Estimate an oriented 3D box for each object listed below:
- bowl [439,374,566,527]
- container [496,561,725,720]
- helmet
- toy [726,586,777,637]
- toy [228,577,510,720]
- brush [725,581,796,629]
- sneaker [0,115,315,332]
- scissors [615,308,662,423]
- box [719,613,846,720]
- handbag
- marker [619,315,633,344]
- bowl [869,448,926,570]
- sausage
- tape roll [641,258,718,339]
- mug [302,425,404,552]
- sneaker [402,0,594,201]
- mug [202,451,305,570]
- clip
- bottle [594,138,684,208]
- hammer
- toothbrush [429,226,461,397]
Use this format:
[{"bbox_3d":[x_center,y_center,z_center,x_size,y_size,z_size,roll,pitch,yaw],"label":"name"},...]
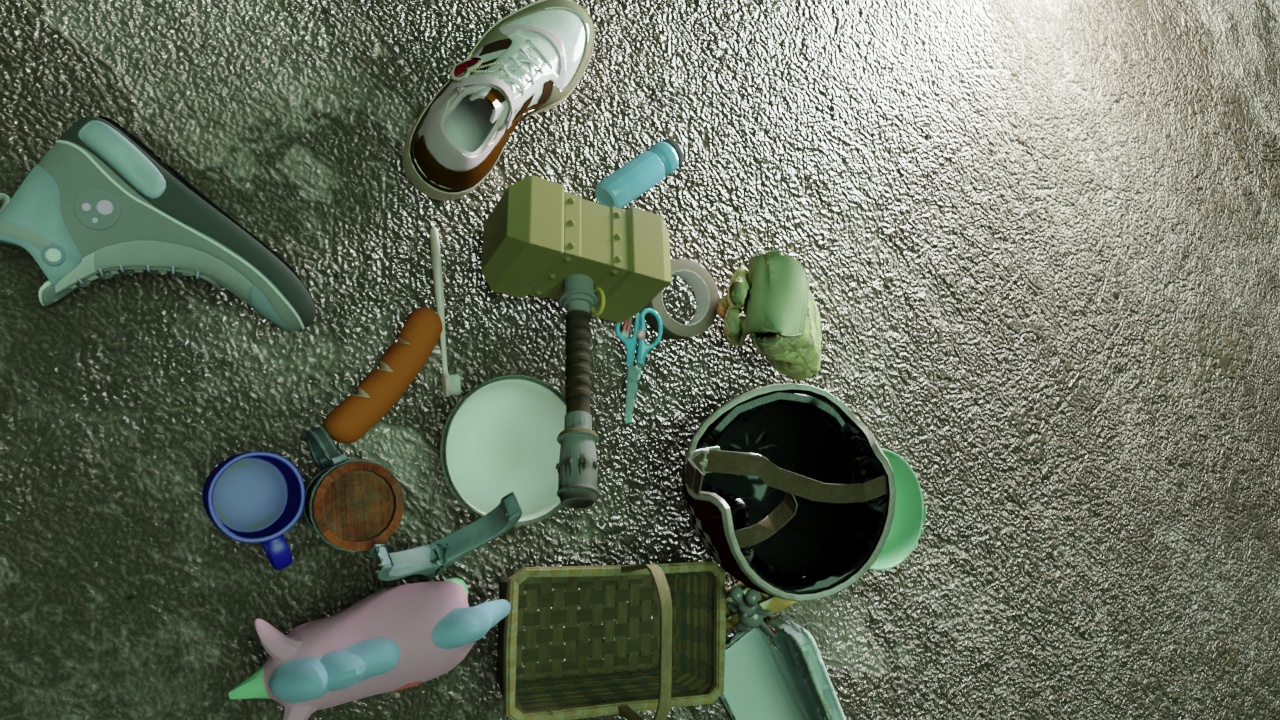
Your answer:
[{"bbox_3d":[-0.140,0.094,0.958,0.153,0.073,0.153,3,84,-28],"label":"bowl"},{"bbox_3d":[-0.019,0.283,0.937,0.249,0.187,0.157,5,82,-28],"label":"container"},{"bbox_3d":[0.152,0.142,1.006,0.233,0.253,0.234,-19,109,-9],"label":"helmet"},{"bbox_3d":[0.121,0.278,1.005,0.112,0.049,0.030,69,34,-49],"label":"toy"},{"bbox_3d":[-0.236,0.259,0.833,0.222,0.171,0.120,-12,90,4],"label":"toy"},{"bbox_3d":[0.164,0.273,1.109,0.195,0.059,0.043,-19,87,-26],"label":"brush"},{"bbox_3d":[-0.433,-0.081,0.820,0.256,0.093,0.160,44,75,-18],"label":"sneaker"},{"bbox_3d":[-0.006,0.006,1.061,0.055,0.015,0.136,6,89,-9],"label":"scissors"},{"bbox_3d":[0.185,0.416,1.079,0.129,0.106,0.210,-32,99,-24],"label":"box"},{"bbox_3d":[0.155,-0.044,1.110,0.186,0.117,0.113,46,48,-58],"label":"handbag"},{"bbox_3d":[-0.005,-0.087,1.084,0.012,0.013,0.142,20,76,-25],"label":"marker"},{"bbox_3d":[0.281,0.188,1.170,0.150,0.077,0.151,3,83,-28],"label":"bowl"},{"bbox_3d":[-0.254,0.016,0.924,0.044,0.039,0.164,41,68,-18],"label":"sausage"},{"bbox_3d":[0.047,-0.073,1.099,0.093,0.030,0.093,3,83,-28],"label":"tape roll"},{"bbox_3d":[-0.280,0.117,0.858,0.081,0.111,0.117,-23,95,-28],"label":"mug"},{"bbox_3d":[-0.137,-0.300,0.976,0.111,0.117,0.293,46,66,-16],"label":"sneaker"},{"bbox_3d":[-0.347,0.138,0.836,0.079,0.084,0.111,-24,96,-28],"label":"mug"},{"bbox_3d":[-0.202,0.176,0.848,0.164,0.169,0.031,-2,59,-52],"label":"clip"},{"bbox_3d":[0.004,-0.223,1.087,0.129,0.040,0.040,-39,103,-26],"label":"bottle"},{"bbox_3d":[-0.064,-0.010,0.935,0.190,0.101,0.324,13,59,-26],"label":"hammer"},{"bbox_3d":[-0.208,-0.052,0.970,0.018,0.016,0.181,-5,87,-35],"label":"toothbrush"}]
